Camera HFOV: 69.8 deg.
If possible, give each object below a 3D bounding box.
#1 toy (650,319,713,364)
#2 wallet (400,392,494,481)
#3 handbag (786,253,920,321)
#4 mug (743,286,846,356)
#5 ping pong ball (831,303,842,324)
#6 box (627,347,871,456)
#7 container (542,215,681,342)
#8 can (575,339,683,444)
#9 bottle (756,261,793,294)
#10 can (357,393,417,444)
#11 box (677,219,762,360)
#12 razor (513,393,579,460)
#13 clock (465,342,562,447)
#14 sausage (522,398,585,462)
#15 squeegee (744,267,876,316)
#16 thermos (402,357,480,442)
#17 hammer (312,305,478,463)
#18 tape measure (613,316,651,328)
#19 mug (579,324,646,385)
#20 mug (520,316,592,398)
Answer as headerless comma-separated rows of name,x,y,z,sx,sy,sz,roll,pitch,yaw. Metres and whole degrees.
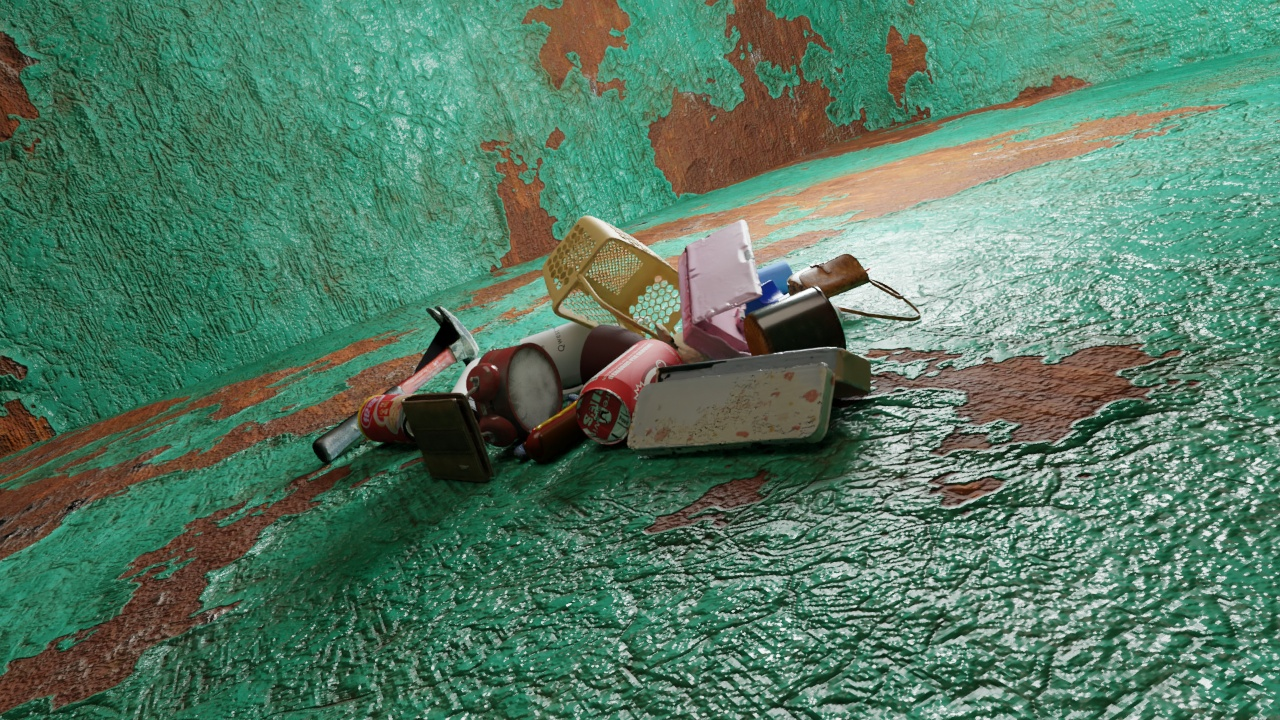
toy,0.061,-0.016,1.120,0.112,0.050,0.087,9,12,-12
wallet,-0.212,0.083,1.002,0.121,0.099,0.026,-4,18,47
handbag,0.260,-0.083,1.097,0.093,0.043,0.196,-21,27,-19
mug,0.164,-0.017,0.951,0.081,0.085,0.111,-22,37,-6
ping pong ball,0.216,-0.048,1.072,0.040,0.040,0.040,-18,14,4
box,0.101,0.046,0.868,0.218,0.095,0.114,-7,-13,41
container,-0.017,-0.084,1.188,0.129,0.183,0.167,-49,44,14
can,-0.008,0.032,0.984,0.075,0.074,0.142,-11,16,30
bottle,0.160,-0.103,1.351,0.131,0.048,0.048,-20,14,-6
can,-0.326,0.079,1.242,0.125,0.067,0.066,-3,20,47
box,0.107,-0.092,1.096,0.107,0.099,0.232,-52,16,24
razor,-0.099,0.078,1.046,0.044,0.018,0.140,19,34,26
clock,-0.155,0.043,1.053,0.062,0.110,0.156,-10,10,29
sausage,-0.068,0.064,1.015,0.040,0.040,0.155,-6,19,43
squeegee,0.163,-0.078,1.227,0.248,0.055,0.185,-30,33,-30
thermos,-0.231,0.053,1.189,0.101,0.068,0.229,7,15,-2
hammer,-0.365,0.040,1.379,0.036,0.140,0.325,-7,26,39
tape measure,-0.023,-0.051,1.456,0.064,0.017,0.065,-25,15,-27
mug,-0.007,0.007,1.110,0.088,0.087,0.114,9,-2,27
mug,-0.098,0.006,1.225,0.096,0.083,0.119,-19,41,-2
